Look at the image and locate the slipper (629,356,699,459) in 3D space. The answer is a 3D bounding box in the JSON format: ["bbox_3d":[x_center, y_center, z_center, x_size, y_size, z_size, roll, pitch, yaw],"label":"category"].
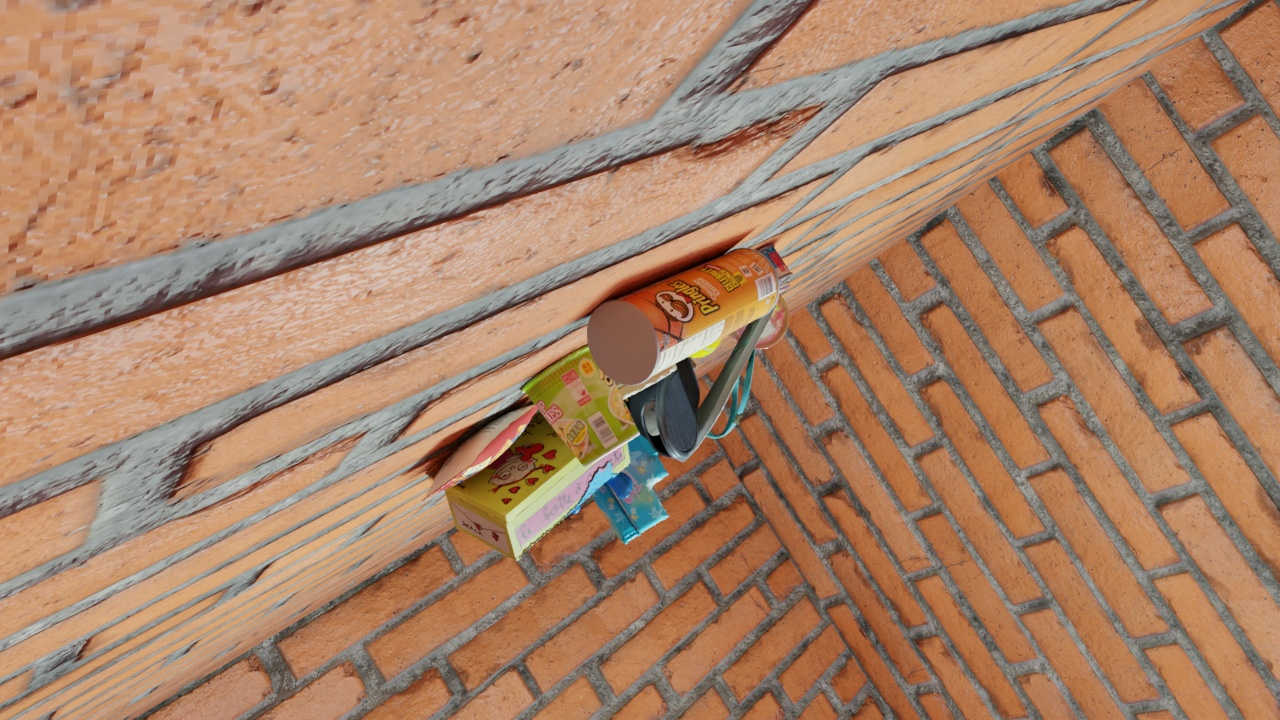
[{"bbox_3d":[0.028,0.059,1.259,0.083,0.101,0.263,-18,-164,14],"label":"slipper"}]

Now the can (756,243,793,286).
[{"bbox_3d":[0.117,-0.085,1.100,0.130,0.044,0.130,-32,175,-3],"label":"can"}]

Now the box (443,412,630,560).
[{"bbox_3d":[-0.126,0.139,1.156,0.124,0.083,0.220,20,-136,37],"label":"box"}]

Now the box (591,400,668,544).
[{"bbox_3d":[-0.054,0.158,1.362,0.085,0.227,0.170,-29,174,-42],"label":"box"}]

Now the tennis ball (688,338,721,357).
[{"bbox_3d":[0.071,-0.036,1.177,0.065,0.065,0.065,-32,175,-3],"label":"tennis ball"}]

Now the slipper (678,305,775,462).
[{"bbox_3d":[0.138,0.034,1.309,0.268,0.055,0.098,-60,-177,-13],"label":"slipper"}]

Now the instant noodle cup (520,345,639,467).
[{"bbox_3d":[-0.059,0.051,0.976,0.099,0.108,0.099,-31,175,-3],"label":"instant noodle cup"}]

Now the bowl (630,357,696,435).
[{"bbox_3d":[0.007,0.051,1.450,0.179,0.081,0.178,-56,-169,17],"label":"bowl"}]

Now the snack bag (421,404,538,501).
[{"bbox_3d":[-0.182,0.101,1.070,0.131,0.039,0.143,-35,-174,45],"label":"snack bag"}]

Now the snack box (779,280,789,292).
[{"bbox_3d":[0.121,-0.073,1.279,0.148,0.040,0.143,-35,175,27],"label":"snack box"}]

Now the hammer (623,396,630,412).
[{"bbox_3d":[-0.088,0.104,1.481,0.036,0.123,0.321,-25,-178,-31],"label":"hammer"}]

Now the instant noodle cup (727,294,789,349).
[{"bbox_3d":[0.171,-0.065,1.433,0.097,0.097,0.108,-32,-177,-4],"label":"instant noodle cup"}]

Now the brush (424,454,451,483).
[{"bbox_3d":[-0.214,0.117,1.175,0.126,0.017,0.049,-29,174,-39],"label":"brush"}]

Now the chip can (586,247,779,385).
[{"bbox_3d":[0.046,-0.046,0.852,0.075,0.075,0.214,-37,174,41],"label":"chip can"}]

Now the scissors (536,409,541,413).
[{"bbox_3d":[-0.086,0.063,1.146,0.134,0.011,0.140,-1,-171,-19],"label":"scissors"}]

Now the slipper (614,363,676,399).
[{"bbox_3d":[-0.007,0.007,1.201,0.114,0.054,0.272,-31,-176,2],"label":"slipper"}]

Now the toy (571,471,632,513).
[{"bbox_3d":[-0.100,0.171,1.239,0.176,0.071,0.112,-14,-179,13],"label":"toy"}]
